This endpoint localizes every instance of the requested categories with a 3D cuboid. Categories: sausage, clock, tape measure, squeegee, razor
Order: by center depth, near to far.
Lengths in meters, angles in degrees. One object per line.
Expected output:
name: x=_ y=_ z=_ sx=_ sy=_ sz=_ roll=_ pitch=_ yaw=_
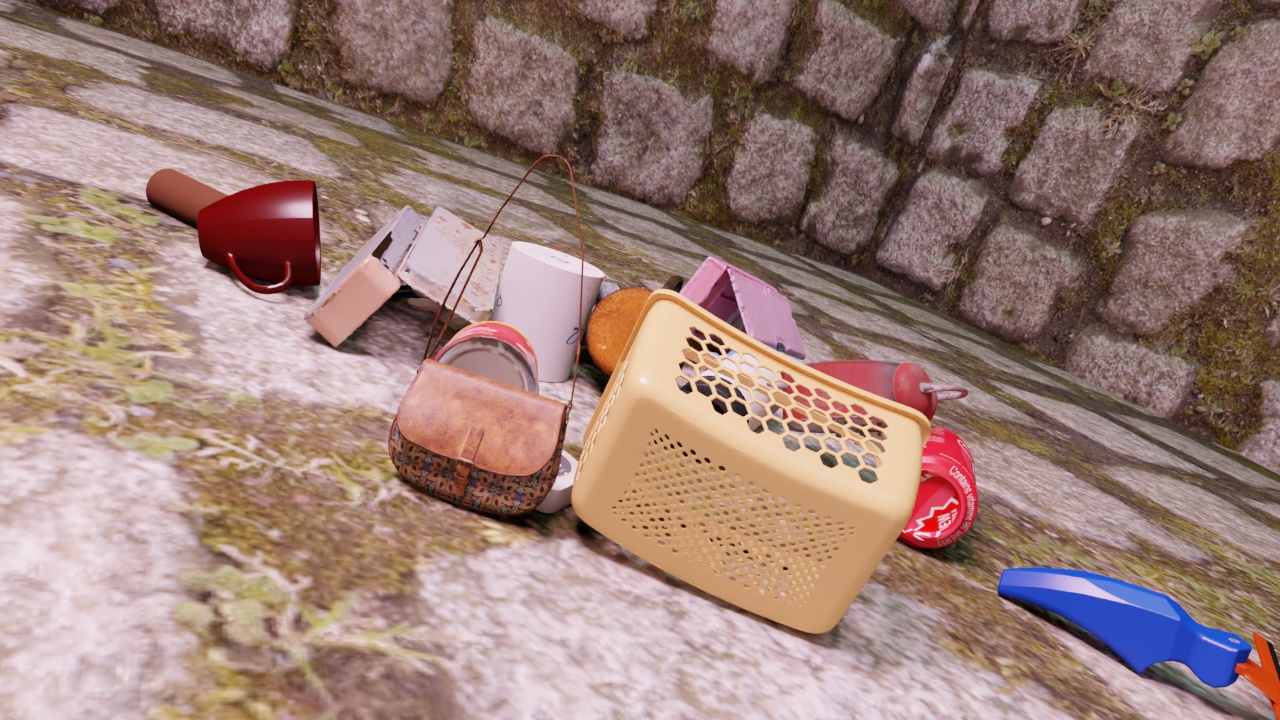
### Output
tape measure: x=-0.064 y=0.068 z=0.563 sx=0.065 sy=0.017 sz=0.064 roll=25 pitch=14 yaw=18
squeegee: x=0.343 y=0.183 z=0.631 sx=0.185 sy=0.055 sz=0.248 roll=15 pitch=10 yaw=28
clock: x=0.195 y=0.038 z=0.782 sx=0.157 sy=0.062 sz=0.109 roll=-5 pitch=-13 yaw=23
sausage: x=-0.387 y=-0.134 z=0.841 sx=0.156 sy=0.040 sz=0.040 roll=25 pitch=14 yaw=18
razor: x=-0.190 y=-0.062 z=0.886 sx=0.044 sy=0.018 sz=0.140 roll=32 pitch=17 yaw=38

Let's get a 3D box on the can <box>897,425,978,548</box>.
can: x=0.236 y=0.100 z=0.753 sx=0.074 sy=0.074 sz=0.142 roll=24 pitch=14 yaw=14

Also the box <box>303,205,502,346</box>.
box: x=-0.184 y=-0.066 z=0.757 sx=0.095 sy=0.115 sz=0.217 roll=51 pitch=8 yaw=-19

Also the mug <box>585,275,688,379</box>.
mug: x=0.005 y=-0.029 z=0.801 sx=0.085 sy=0.111 sz=0.081 roll=32 pitch=-2 yaw=9

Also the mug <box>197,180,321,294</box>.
mug: x=-0.309 y=-0.094 z=0.743 sx=0.088 sy=0.087 sz=0.114 roll=-2 pitch=48 yaw=-16

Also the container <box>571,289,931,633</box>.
container: x=0.063 y=0.052 z=0.551 sx=0.183 sy=0.129 sz=0.166 roll=26 pitch=25 yaw=1

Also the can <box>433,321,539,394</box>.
can: x=-0.098 y=0.012 z=0.585 sx=0.066 sy=0.067 sz=0.124 roll=19 pitch=4 yaw=-8

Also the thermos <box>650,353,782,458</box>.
thermos: x=0.065 y=0.031 z=0.809 sx=0.101 sy=0.068 sz=0.229 roll=11 pitch=11 yaw=18

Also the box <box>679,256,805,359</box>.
box: x=0.127 y=-0.039 z=1.046 sx=0.107 sy=0.099 sz=0.232 roll=45 pitch=12 yaw=20

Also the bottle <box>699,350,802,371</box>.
bottle: x=0.118 y=0.011 z=0.986 sx=0.131 sy=0.048 sz=0.048 roll=11 pitch=16 yaw=-34

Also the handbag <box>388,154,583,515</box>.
handbag: x=-0.070 y=-0.015 z=0.494 sx=0.093 sy=0.196 sz=0.043 roll=18 pitch=8 yaw=1

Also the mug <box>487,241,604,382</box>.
mug: x=-0.086 y=-0.047 z=0.809 sx=0.083 sy=0.096 sz=0.119 roll=19 pitch=14 yaw=-6

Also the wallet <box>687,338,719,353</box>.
wallet: x=0.051 y=-0.033 z=1.117 sx=0.099 sy=0.027 sz=0.121 roll=27 pitch=13 yaw=5

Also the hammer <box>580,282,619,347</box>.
hammer: x=-0.039 y=-0.055 z=1.012 sx=0.140 sy=0.036 sz=0.326 roll=4 pitch=11 yaw=-5

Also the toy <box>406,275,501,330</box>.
toy: x=-0.159 y=-0.057 z=0.836 sx=0.112 sy=0.050 sz=0.087 roll=-4 pitch=23 yaw=-21
